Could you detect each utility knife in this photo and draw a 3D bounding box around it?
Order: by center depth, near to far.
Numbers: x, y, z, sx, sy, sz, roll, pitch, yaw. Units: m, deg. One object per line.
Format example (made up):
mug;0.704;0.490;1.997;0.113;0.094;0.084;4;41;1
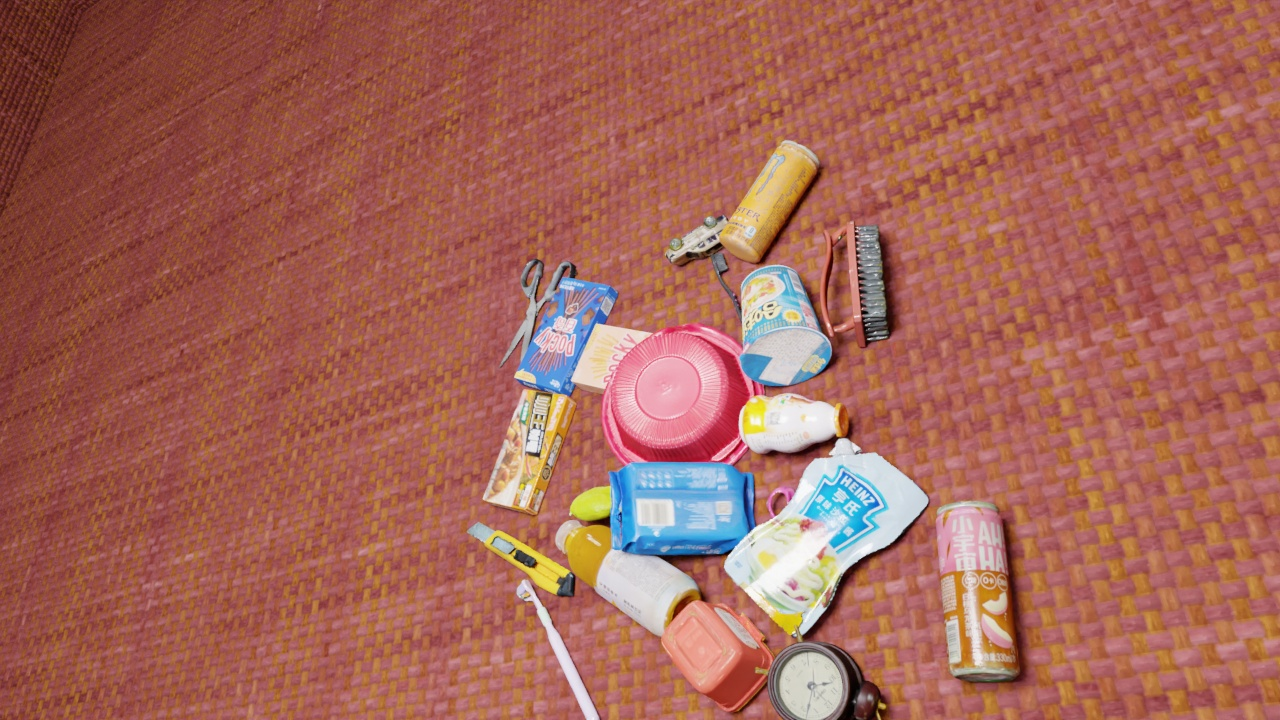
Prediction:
utility knife;-0.147;0.235;1.099;0.193;0.015;0.033;19;74;39

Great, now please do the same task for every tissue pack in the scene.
tissue pack;0.045;0.157;0.967;0.157;0.052;0.094;1;57;-6

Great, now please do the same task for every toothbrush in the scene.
toothbrush;-0.092;0.321;1.013;0.021;0.029;0.189;-18;47;-23
toothbrush;0.118;-0.061;1.093;0.018;0.014;0.189;-23;54;6

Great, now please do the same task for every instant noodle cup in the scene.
instant noodle cup;0.152;-0.045;1.013;0.099;0.099;0.109;-22;47;21
instant noodle cup;0.038;0.039;1.027;0.194;0.066;0.193;-7;67;16

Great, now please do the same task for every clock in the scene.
clock;0.166;0.303;0.827;0.082;0.055;0.122;-47;57;0

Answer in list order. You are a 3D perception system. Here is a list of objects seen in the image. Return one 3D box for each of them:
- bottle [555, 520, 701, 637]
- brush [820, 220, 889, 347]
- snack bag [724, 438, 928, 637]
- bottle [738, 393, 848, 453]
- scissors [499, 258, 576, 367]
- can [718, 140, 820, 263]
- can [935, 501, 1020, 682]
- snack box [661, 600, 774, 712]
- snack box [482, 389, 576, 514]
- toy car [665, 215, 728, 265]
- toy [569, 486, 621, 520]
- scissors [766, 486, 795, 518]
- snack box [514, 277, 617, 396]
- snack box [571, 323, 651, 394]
bottle;-0.020;0.227;0.985;0.190;0.068;0.068;24;79;42
brush;0.231;-0.090;1.002;0.069;0.063;0.145;-5;60;16
snack bag;0.179;0.169;0.899;0.191;0.039;0.110;-47;54;-2
bottle;0.161;0.065;0.961;0.109;0.063;0.063;-5;62;31
scissors;-0.148;-0.071;1.275;0.160;0.014;0.170;-36;53;15
can;0.156;-0.191;1.110;0.058;0.058;0.146;28;82;40
can;0.293;0.201;0.802;0.058;0.058;0.147;-11;59;28
snack box;0.073;0.280;0.888;0.082;0.080;0.091;-48;49;1
snack box;-0.139;0.114;1.154;0.075;0.026;0.153;6;68;35
toy car;0.074;-0.147;1.150;0.090;0.042;0.035;-29;71;9
toy;-0.034;0.158;1.036;0.100;0.096;0.031;-15;96;-1
scissors;0.166;0.191;0.923;0.077;0.017;0.137;-8;65;20
snack box;-0.098;-0.032;1.208;0.085;0.026;0.157;14;73;37
snack box;-0.007;0.007;1.127;0.157;0.026;0.084;11;72;36
